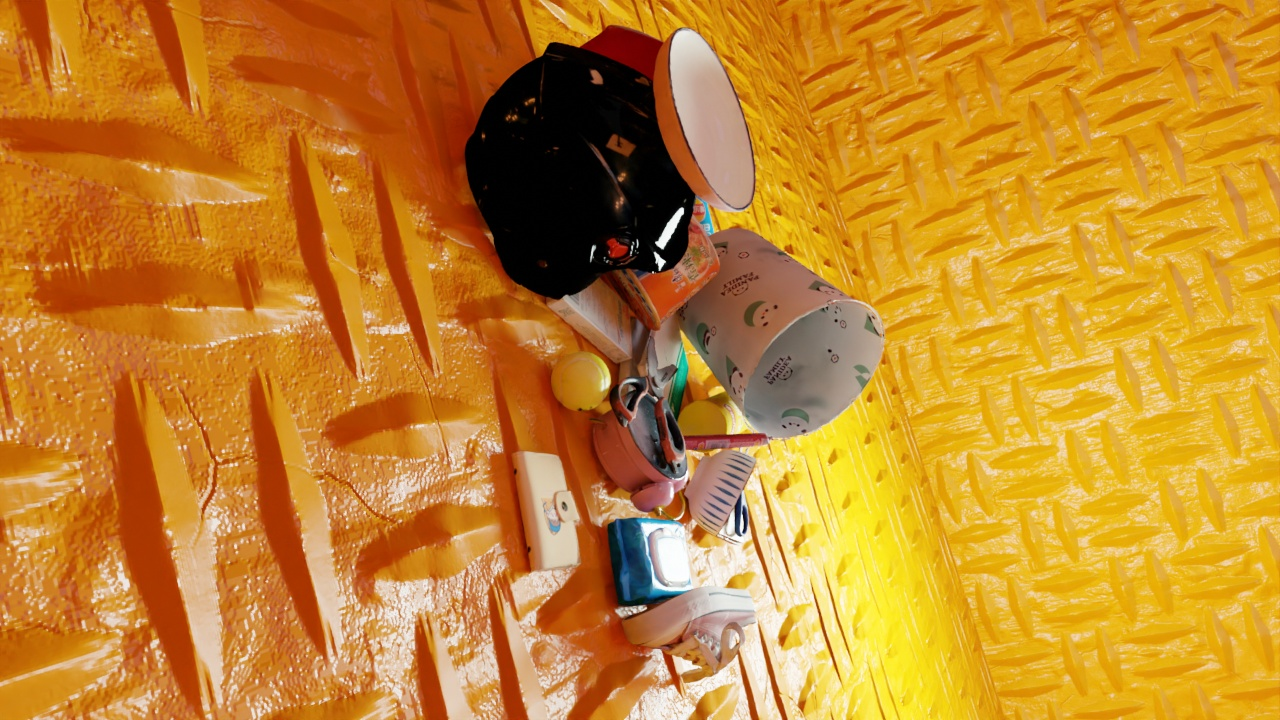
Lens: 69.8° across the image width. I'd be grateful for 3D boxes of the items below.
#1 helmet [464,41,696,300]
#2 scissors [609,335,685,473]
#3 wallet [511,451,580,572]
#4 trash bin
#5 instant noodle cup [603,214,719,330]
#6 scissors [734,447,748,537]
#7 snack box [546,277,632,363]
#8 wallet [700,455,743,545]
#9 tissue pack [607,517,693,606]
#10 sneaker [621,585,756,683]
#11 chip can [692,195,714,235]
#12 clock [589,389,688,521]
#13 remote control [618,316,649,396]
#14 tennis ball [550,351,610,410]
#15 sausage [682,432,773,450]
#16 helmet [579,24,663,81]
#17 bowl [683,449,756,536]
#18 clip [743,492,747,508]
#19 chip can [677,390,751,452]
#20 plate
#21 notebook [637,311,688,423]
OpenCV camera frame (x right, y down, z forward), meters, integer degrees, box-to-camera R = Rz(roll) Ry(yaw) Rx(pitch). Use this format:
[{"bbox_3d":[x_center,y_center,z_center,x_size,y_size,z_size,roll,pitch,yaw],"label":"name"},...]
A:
[{"bbox_3d":[-0.051,-0.211,1.002,0.274,0.231,0.232,16,48,-15],"label":"helmet"},{"bbox_3d":[0.015,0.042,1.074,0.188,0.015,0.223,24,39,-52],"label":"scissors"},{"bbox_3d":[-0.089,0.148,0.905,0.087,0.024,0.115,19,55,-63],"label":"wallet"},{"bbox_3d":[0.176,-0.052,1.305,0.229,0.229,0.252,44,5,-46],"label":"trash bin"},{"bbox_3d":[0.021,-0.129,1.159,0.151,0.111,0.151,53,-8,11],"label":"instant noodle cup"},{"bbox_3d":[0.140,0.175,1.347,0.144,0.012,0.170,30,50,-56],"label":"scissors"},{"bbox_3d":[-0.061,-0.068,1.121,0.157,0.027,0.084,42,36,-48],"label":"snack box"},{"bbox_3d":[0.120,0.203,1.327,0.101,0.020,0.115,32,47,-53],"label":"wallet"},{"bbox_3d":[0.016,0.226,1.038,0.157,0.052,0.095,23,53,-60],"label":"tissue pack"},{"bbox_3d":[0.069,0.308,1.028,0.240,0.118,0.087,20,46,-56],"label":"sneaker"},{"bbox_3d":[0.091,-0.179,1.481,0.071,0.071,0.210,16,59,-62],"label":"chip can"},{"bbox_3d":[0.008,0.114,1.065,0.158,0.060,0.117,56,23,-2],"label":"clock"},{"bbox_3d":[-0.007,0.007,1.189,0.056,0.020,0.135,48,35,-42],"label":"remote control"},{"bbox_3d":[-0.065,0.022,0.997,0.065,0.066,0.065,46,34,-44],"label":"tennis ball"},{"bbox_3d":[0.105,0.107,1.212,0.155,0.020,0.020,0,66,-19],"label":"sausage"},{"bbox_3d":[-0.031,-0.301,1.195,0.207,0.143,0.240,35,-27,45],"label":"helmet"},{"bbox_3d":[0.099,0.167,1.220,0.066,0.117,0.116,28,26,6],"label":"bowl"},{"bbox_3d":[0.150,0.207,1.394,0.037,0.013,0.055,16,56,-61],"label":"clip"},{"bbox_3d":[0.119,0.083,1.332,0.213,0.072,0.072,-10,82,-69],"label":"chip can"},{"bbox_3d":[0.061,-0.241,0.941,0.192,0.039,0.192,35,48,-51],"label":"plate"},{"bbox_3d":[0.036,0.010,1.253,0.208,0.012,0.150,-73,153,-54],"label":"notebook"}]
